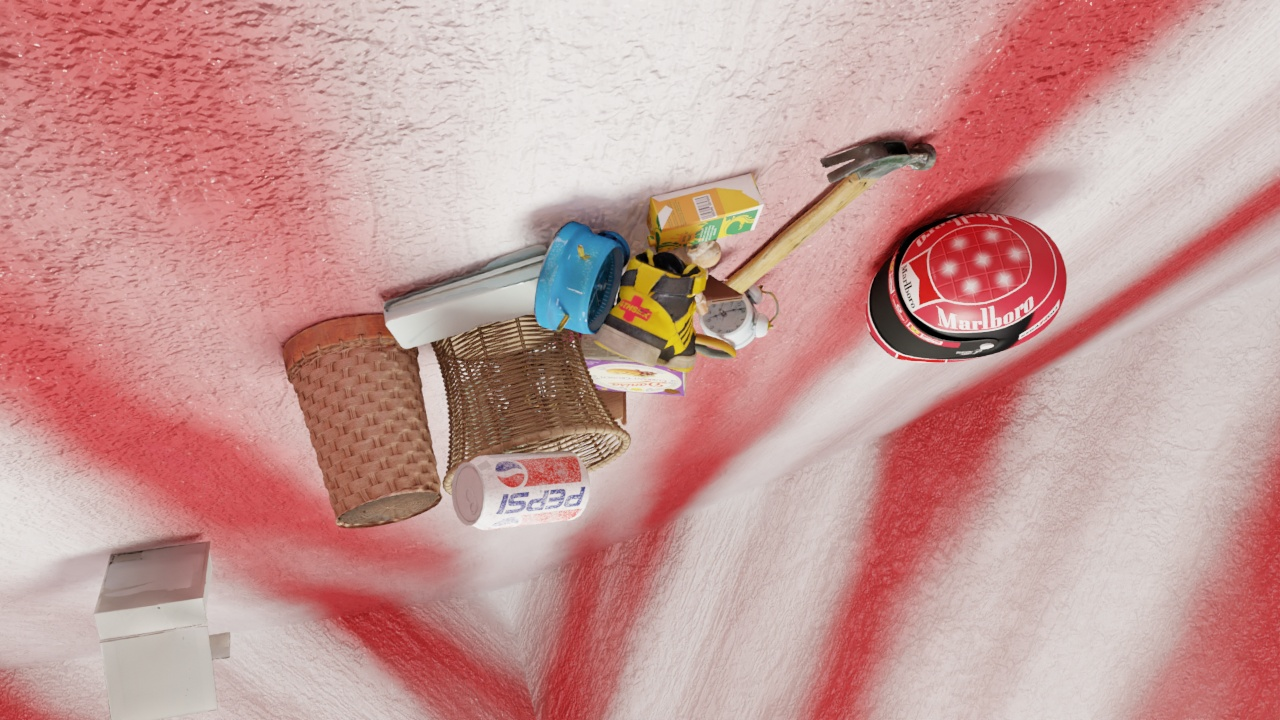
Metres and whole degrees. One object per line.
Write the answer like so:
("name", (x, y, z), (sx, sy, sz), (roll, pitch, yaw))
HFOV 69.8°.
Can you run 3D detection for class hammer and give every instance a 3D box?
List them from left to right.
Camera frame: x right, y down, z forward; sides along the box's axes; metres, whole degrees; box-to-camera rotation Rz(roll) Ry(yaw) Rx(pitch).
("hammer", (0.202, -0.166, 1.130), (0.132, 0.033, 0.332), (-8, 161, -33))

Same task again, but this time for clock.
("clock", (-0.057, -0.086, 0.984), (0.060, 0.117, 0.161), (18, -166, 15))
("clock", (0.137, -0.063, 1.291), (0.118, 0.083, 0.057), (-17, 157, 12))

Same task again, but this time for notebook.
("notebook", (-0.121, 0.092, 1.422), (0.211, 0.022, 0.168), (-21, -153, 10))

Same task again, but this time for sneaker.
("sneaker", (0.028, -0.056, 1.040), (0.122, 0.086, 0.238), (-66, 165, 6))

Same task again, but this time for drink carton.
("drink carton", (0.066, -0.159, 0.999), (0.122, 0.041, 0.058), (-16, 162, -9))

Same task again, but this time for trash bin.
("trash bin", (-0.314, 0.072, 1.052), (0.151, 0.210, 0.151), (-16, 162, -6))

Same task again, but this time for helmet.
("helmet", (0.455, -0.102, 1.294), (0.271, 0.197, 0.224), (-12, 164, 11))

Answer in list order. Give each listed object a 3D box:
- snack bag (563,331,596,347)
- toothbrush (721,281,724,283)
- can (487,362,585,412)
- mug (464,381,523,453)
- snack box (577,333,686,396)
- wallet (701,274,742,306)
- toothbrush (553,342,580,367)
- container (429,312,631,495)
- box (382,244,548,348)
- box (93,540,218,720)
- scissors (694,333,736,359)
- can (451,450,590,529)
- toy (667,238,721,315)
("snack bag", (-0.063, -0.027, 1.316), (0.070, 0.016, 0.196), (-20, 163, 11))
("toothbrush", (0.055, -0.086, 1.249), (0.135, 0.017, 0.022), (-14, 163, -13))
("can", (-0.150, 0.038, 1.319), (0.128, 0.071, 0.072), (0, 156, -32))
("mug", (-0.229, 0.090, 1.360), (0.084, 0.104, 0.112), (-5, 158, -36))
("snack box", (-0.008, 0.008, 1.294), (0.143, 0.040, 0.148), (4, 162, 6))
("wallet", (0.058, -0.089, 1.164), (0.120, 0.087, 0.013), (-9, 118, -27))
("toothbrush", (-0.110, -0.019, 1.296), (0.015, 0.015, 0.184), (-15, 162, 12))
("container", (-0.146, 0.039, 1.121), (0.227, 0.196, 0.227), (-15, 160, -6))
("box", (-0.183, -0.069, 1.018), (0.199, 0.070, 0.085), (-17, -178, 1))
("box", (-0.803, 0.503, 1.530), (0.166, 0.412, 0.150), (-5, 156, -17))
("scissors", (0.019, -0.032, 1.264), (0.225, 0.016, 0.227), (19, 158, -30))
("can", (-0.128, 0.139, 0.992), (0.136, 0.078, 0.078), (1, 155, -40))
("toy", (0.065, -0.121, 1.090), (0.074, 0.085, 0.106), (21, 132, 2))
